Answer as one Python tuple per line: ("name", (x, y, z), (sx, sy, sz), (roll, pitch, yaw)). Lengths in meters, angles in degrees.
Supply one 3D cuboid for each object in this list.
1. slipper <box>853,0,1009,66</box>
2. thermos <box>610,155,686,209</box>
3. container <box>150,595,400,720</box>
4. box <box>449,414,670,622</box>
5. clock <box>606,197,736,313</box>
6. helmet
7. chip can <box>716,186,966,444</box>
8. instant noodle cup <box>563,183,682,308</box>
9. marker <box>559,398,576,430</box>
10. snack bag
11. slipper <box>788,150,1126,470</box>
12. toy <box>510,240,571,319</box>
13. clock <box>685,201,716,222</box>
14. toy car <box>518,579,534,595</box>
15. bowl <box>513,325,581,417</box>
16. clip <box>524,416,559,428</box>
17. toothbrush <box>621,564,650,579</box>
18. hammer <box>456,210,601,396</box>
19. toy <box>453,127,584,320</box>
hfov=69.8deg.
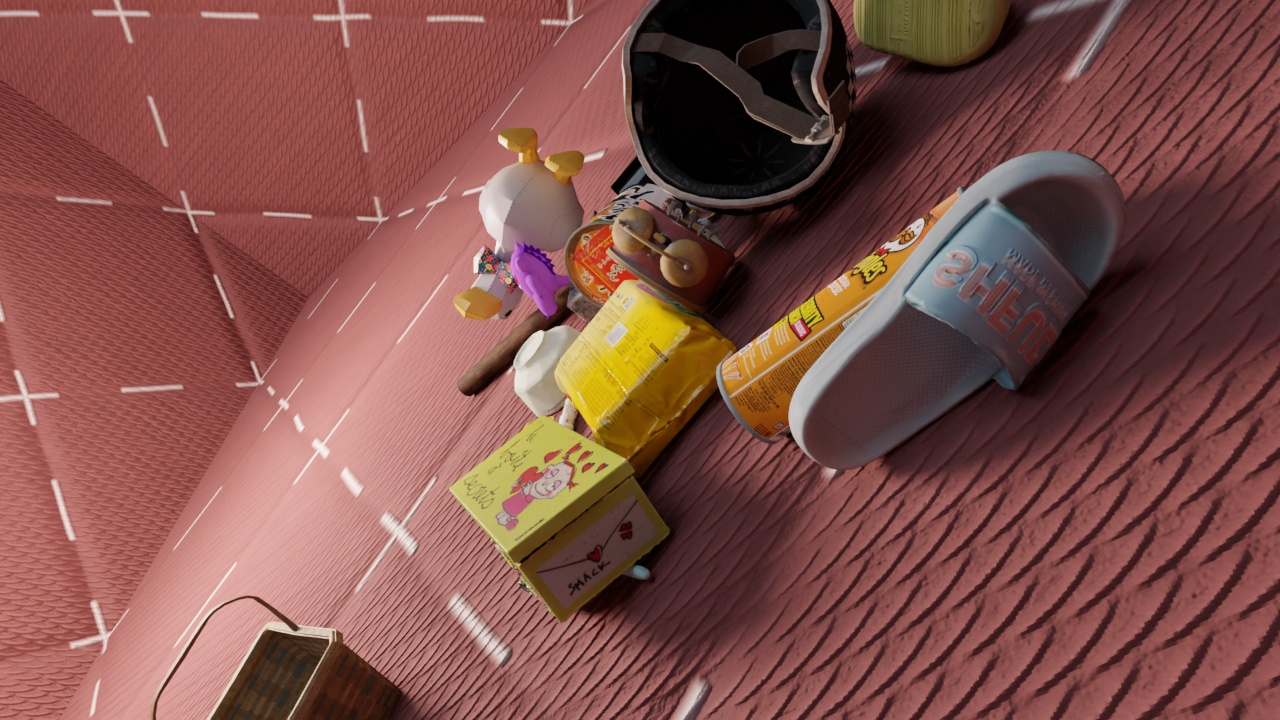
("slipper", (0.285, -0.335, 0.881), (0.081, 0.092, 0.190), (-17, 25, -23))
("thermos", (0.059, -0.265, 1.146), (0.198, 0.086, 0.086), (-49, 24, 4))
("container", (-0.388, 0.343, 0.944), (0.251, 0.186, 0.157), (-17, 41, 51))
("box", (-0.080, 0.127, 0.805), (0.124, 0.082, 0.221), (-37, 21, -13))
("clock", (0.032, -0.113, 0.902), (0.081, 0.117, 0.158), (-58, -15, 11))
("helmet", (0.101, -0.256, 0.874), (0.234, 0.253, 0.233), (7, 67, 20))
("chip can", (0.159, -0.027, 0.655), (0.216, 0.075, 0.075), (-38, 27, 27))
("instant noodle cup", (-0.009, -0.138, 1.065), (0.124, 0.123, 0.121), (-29, 23, 40))
("marker", (-0.085, 0.095, 0.976), (0.017, 0.017, 0.145), (-34, 30, 33))
("snack bag", (-0.005, 0.005, 0.902), (0.159, 0.068, 0.247), (-49, 25, 2))
("slipper", (0.192, -0.013, 0.556), (0.246, 0.104, 0.074), (-47, 26, 23))
("toy", (-0.131, -0.110, 1.164), (0.056, 0.088, 0.106), (-40, 26, 12))
("clock", (0.094, -0.205, 1.042), (0.083, 0.057, 0.117), (-8, 56, 56))
("toy car", (-0.073, 0.193, 0.804), (0.038, 0.027, 0.090), (-50, 25, -23))
("bowl", (-0.111, 0.003, 1.095), (0.118, 0.061, 0.117), (-40, 26, 24))
("clip", (-0.108, 0.086, 1.031), (0.049, 0.044, 0.054), (-12, 28, -1))
("toothbrush", (-0.040, 0.170, 0.795), (0.016, 0.016, 0.181), (-51, 22, -22))
("hammer", (-0.150, -0.065, 1.290), (0.301, 0.037, 0.217), (-38, 27, 27))
("toy", (-0.159, -0.183, 1.271), (0.245, 0.141, 0.268), (-48, -17, -54))
